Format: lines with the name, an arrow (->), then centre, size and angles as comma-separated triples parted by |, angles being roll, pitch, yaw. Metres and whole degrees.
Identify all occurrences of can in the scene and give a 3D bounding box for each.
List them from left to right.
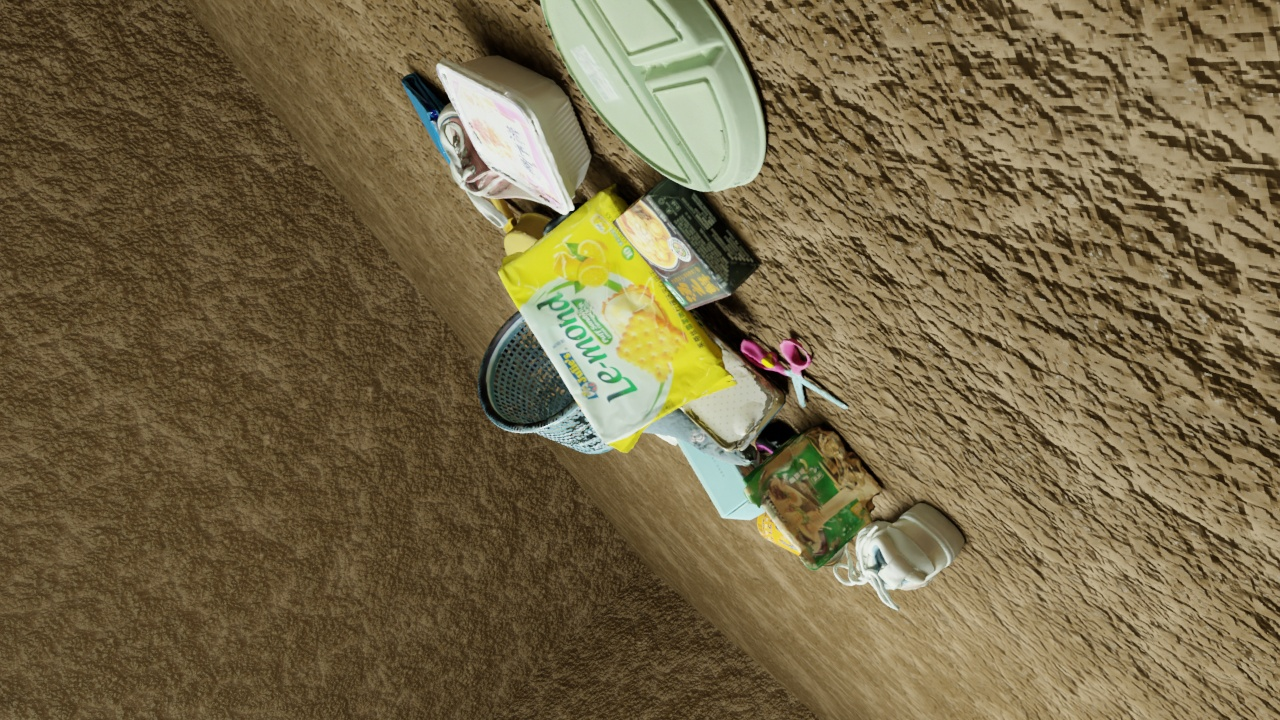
can -> 0.215, 0.231, 1.232 | 0.058, 0.058, 0.146 | 51, 166, -17

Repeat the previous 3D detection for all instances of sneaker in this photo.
sneaker -> -0.180, -0.232, 1.068 | 0.241, 0.087, 0.118 | 36, 163, 38
sneaker -> 0.264, 0.221, 0.976 | 0.089, 0.090, 0.242 | 45, 168, 14

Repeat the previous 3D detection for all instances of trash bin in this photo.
trash bin -> -0.103, 0.041, 1.413 | 0.226, 0.226, 0.195 | 37, 176, 40

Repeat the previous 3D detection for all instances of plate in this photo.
plate -> 0.002, -0.215, 0.677 | 0.230, 0.027, 0.230 | 45, 166, 14

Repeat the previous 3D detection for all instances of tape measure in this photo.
tape measure -> 0.162, 0.103, 1.068 | 0.057, 0.039, 0.058 | 49, 167, -8

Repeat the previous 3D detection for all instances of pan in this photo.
pan -> -0.149, -0.166, 1.264 | 0.357, 0.078, 0.198 | 35, 160, 22

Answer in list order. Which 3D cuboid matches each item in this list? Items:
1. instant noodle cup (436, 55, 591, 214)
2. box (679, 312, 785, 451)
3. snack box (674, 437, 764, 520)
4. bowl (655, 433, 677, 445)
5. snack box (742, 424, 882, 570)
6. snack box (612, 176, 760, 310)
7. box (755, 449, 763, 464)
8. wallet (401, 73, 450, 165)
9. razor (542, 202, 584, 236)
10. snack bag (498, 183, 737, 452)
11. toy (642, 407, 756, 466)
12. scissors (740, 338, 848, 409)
instant noodle cup -> -0.118, -0.236, 0.913 | 0.173, 0.060, 0.138 | 34, 158, 39
box -> 0.063, 0.011, 0.981 | 0.184, 0.090, 0.062 | 46, -170, 19
snack box -> 0.093, 0.110, 1.120 | 0.074, 0.052, 0.174 | 17, -143, -56
bowl -> 0.042, 0.076, 1.252 | 0.113, 0.062, 0.113 | 32, -178, -2
snack box -> 0.173, 0.140, 0.985 | 0.118, 0.117, 0.106 | 51, 172, -4
snack box -> 0.038, -0.107, 0.840 | 0.113, 0.053, 0.126 | 49, 162, -8
box -> 0.189, 0.169, 1.127 | 0.060, 0.072, 0.164 | 24, -168, -48
wallet -> -0.264, -0.308, 1.227 | 0.106, 0.040, 0.133 | 50, 170, 32
razor -> -0.034, -0.120, 1.033 | 0.167, 0.062, 0.068 | 37, 133, 21
snack bag -> -0.024, -0.044, 0.939 | 0.246, 0.158, 0.068 | 58, -157, 4
toy -> -0.006, 0.006, 1.088 | 0.356, 0.138, 0.091 | 51, -152, 15
scissors -> 0.148, 0.010, 0.898 | 0.133, 0.017, 0.133 | 35, 162, 29
